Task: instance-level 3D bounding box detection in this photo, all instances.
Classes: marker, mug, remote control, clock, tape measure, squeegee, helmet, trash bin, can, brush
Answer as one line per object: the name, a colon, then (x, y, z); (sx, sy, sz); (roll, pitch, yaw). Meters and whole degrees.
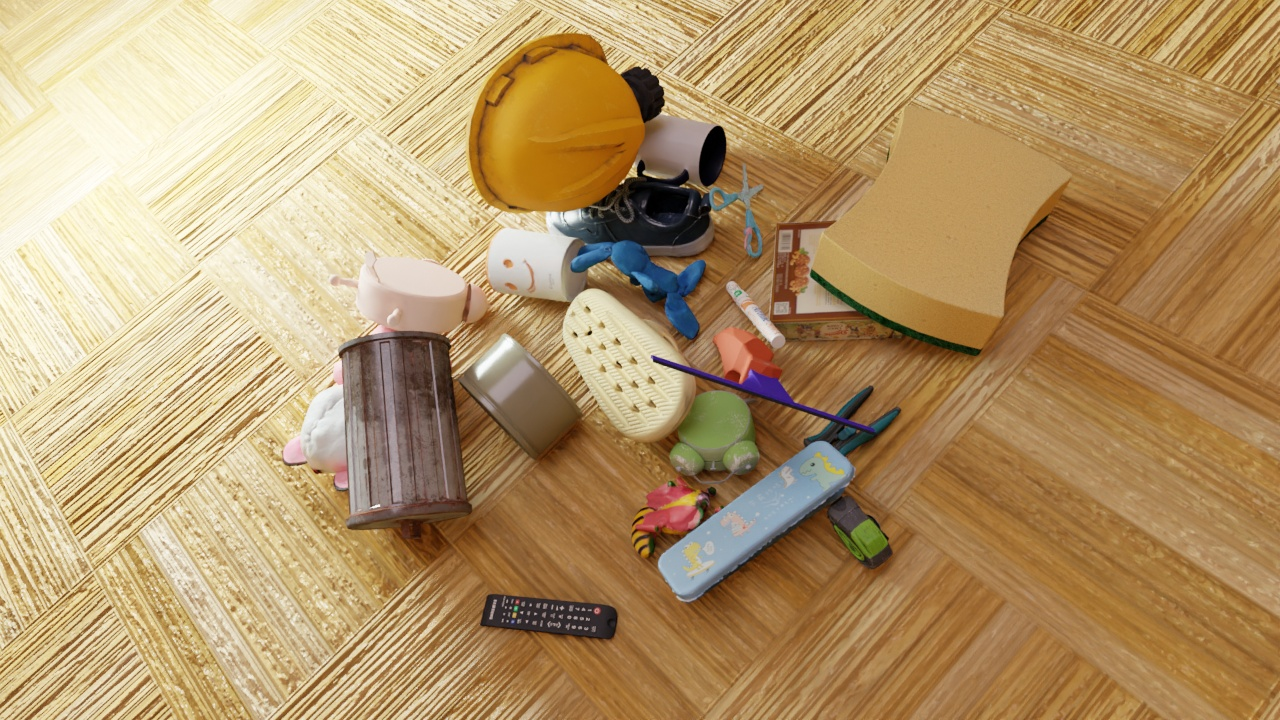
marker: (0.128, -0.054, 1.037); (0.017, 0.017, 0.145); (-27, 33, -1)
mug: (-0.128, -0.119, 1.146); (0.105, 0.082, 0.082); (10, 62, 20)
remote control: (-0.096, 0.262, 0.938); (0.147, 0.015, 0.033); (1, 59, 17)
clock: (0.079, 0.080, 0.974); (0.094, 0.042, 0.119); (-5, 49, 14)
mug: (0.043, -0.262, 1.182); (0.097, 0.079, 0.111); (18, 57, 26)
tape measure: (0.213, 0.166, 0.879); (0.036, 0.059, 0.065); (-36, 54, -8)
squeegee: (0.112, 0.000, 0.974); (0.184, 0.249, 0.055); (-126, 56, -70)
helmet: (-0.069, -0.263, 1.073); (0.131, 0.206, 0.254); (25, 50, 32)
clock: (-0.278, -0.092, 1.135); (0.131, 0.160, 0.086); (31, 110, 30)
trash bin: (-0.257, 0.086, 0.994); (0.131, 0.131, 0.211); (-11, 77, 10)
can: (-0.134, 0.041, 1.020); (0.073, 0.128, 0.128); (-44, 57, -11)
brush: (0.324, -0.146, 0.992); (0.195, 0.075, 0.249); (28, 63, 15)

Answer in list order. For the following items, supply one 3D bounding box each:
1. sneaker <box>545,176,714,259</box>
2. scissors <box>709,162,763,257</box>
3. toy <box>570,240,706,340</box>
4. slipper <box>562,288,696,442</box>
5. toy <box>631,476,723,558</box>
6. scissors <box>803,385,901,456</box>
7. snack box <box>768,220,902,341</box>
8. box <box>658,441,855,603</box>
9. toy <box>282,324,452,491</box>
sneaker: (-0.019, -0.185, 1.150); (0.236, 0.087, 0.089); (5, 60, 20)
scissors: (0.117, -0.195, 1.118); (0.015, 0.119, 0.138); (-28, 52, 37)
toy: (0.006, -0.103, 1.095); (0.176, 0.071, 0.112); (26, 40, 4)
slipper: (-0.006, 0.006, 1.036); (0.111, 0.079, 0.261); (-59, 41, 14)
toy: (0.032, 0.159, 0.944); (0.103, 0.046, 0.084); (-32, 38, 5)
scissors: (0.210, 0.083, 0.957); (0.150, 0.019, 0.130); (-1, 58, 15)
snack box: (0.225, -0.093, 1.049); (0.147, 0.041, 0.142); (-1, 59, 16)
box: (0.119, 0.165, 0.884); (0.210, 0.072, 0.079); (-35, 23, -7)
toy: (-0.329, 0.052, 1.097); (0.142, 0.084, 0.212); (23, 66, 23)
